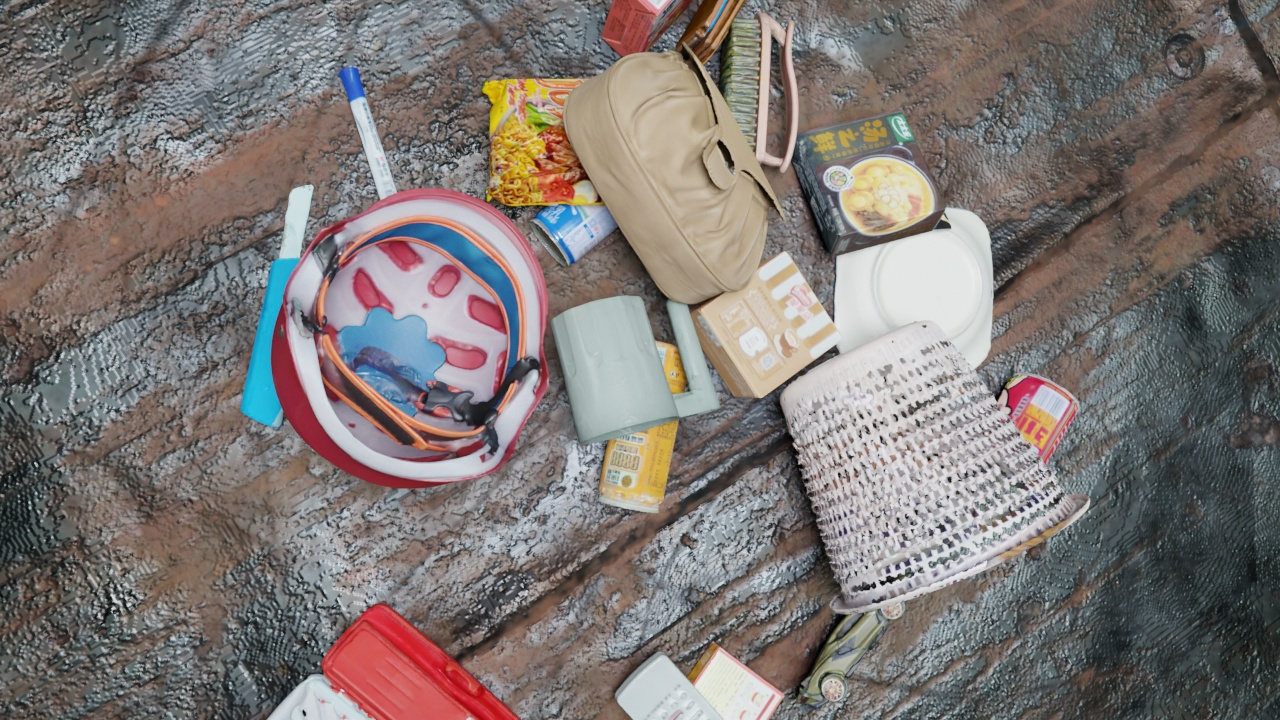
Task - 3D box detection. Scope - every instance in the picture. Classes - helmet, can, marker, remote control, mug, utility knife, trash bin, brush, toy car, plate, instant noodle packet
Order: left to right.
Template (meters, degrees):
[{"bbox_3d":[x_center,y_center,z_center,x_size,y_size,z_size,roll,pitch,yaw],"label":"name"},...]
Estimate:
[{"bbox_3d":[-0.301,-0.048,0.772,0.034,0.018,0.208,11,86,-22],"label":"utility knife"},{"bbox_3d":[-0.230,-0.181,0.792,0.017,0.017,0.146,-18,91,-11],"label":"marker"},{"bbox_3d":[-0.187,-0.009,0.730,0.207,0.144,0.239,34,52,-20],"label":"helmet"},{"bbox_3d":[-0.078,-0.188,0.776,0.110,0.044,0.128,-1,59,-9],"label":"instant noodle packet"},{"bbox_3d":[-0.030,-0.143,0.808,0.134,0.053,0.053,-41,95,-10],"label":"can"},{"bbox_3d":[-0.004,0.004,0.748,0.123,0.084,0.103,-13,81,-22],"label":"mug"},{"bbox_3d":[0.004,0.056,0.805,0.058,0.058,0.146,12,86,-10],"label":"can"},{"bbox_3d":[0.046,0.324,0.793,0.058,0.021,0.150,-42,93,-9],"label":"remote control"},{"bbox_3d":[0.107,-0.244,0.834,0.073,0.063,0.145,5,85,-6],"label":"brush"},{"bbox_3d":[0.196,0.251,0.828,0.042,0.070,0.158,38,82,18],"label":"toy car"},{"bbox_3d":[0.225,0.081,0.781,0.227,0.228,0.192,-23,79,-11],"label":"trash bin"},{"bbox_3d":[0.266,-0.071,0.871,0.164,0.034,0.163,1,88,-10],"label":"plate"},{"bbox_3d":[0.360,0.067,0.866,0.066,0.066,0.093,35,82,-8],"label":"can"}]

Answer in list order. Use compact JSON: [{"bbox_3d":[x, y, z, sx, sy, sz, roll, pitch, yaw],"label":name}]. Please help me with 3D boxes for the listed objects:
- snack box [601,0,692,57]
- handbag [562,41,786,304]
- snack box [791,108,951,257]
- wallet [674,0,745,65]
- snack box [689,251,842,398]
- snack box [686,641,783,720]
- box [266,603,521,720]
[{"bbox_3d":[0.028,-0.333,0.795,0.044,0.113,0.127,40,82,-5],"label":"snack box"},{"bbox_3d":[0.038,-0.153,0.738,0.204,0.100,0.147,56,47,-20],"label":"handbag"},{"bbox_3d":[0.216,-0.164,0.842,0.125,0.053,0.113,-16,70,-6],"label":"snack box"},{"bbox_3d":[0.058,-0.290,0.791,0.035,0.131,0.119,28,84,-12],"label":"wallet"},{"bbox_3d":[0.106,-0.030,0.817,0.094,0.077,0.093,-35,94,-9],"label":"snack box"},{"bbox_3d":[0.052,0.339,0.820,0.077,0.027,0.155,38,82,-7],"label":"snack box"},{"bbox_3d":[-0.197,0.321,0.764,0.201,0.050,0.160,44,73,-7],"label":"box"}]
